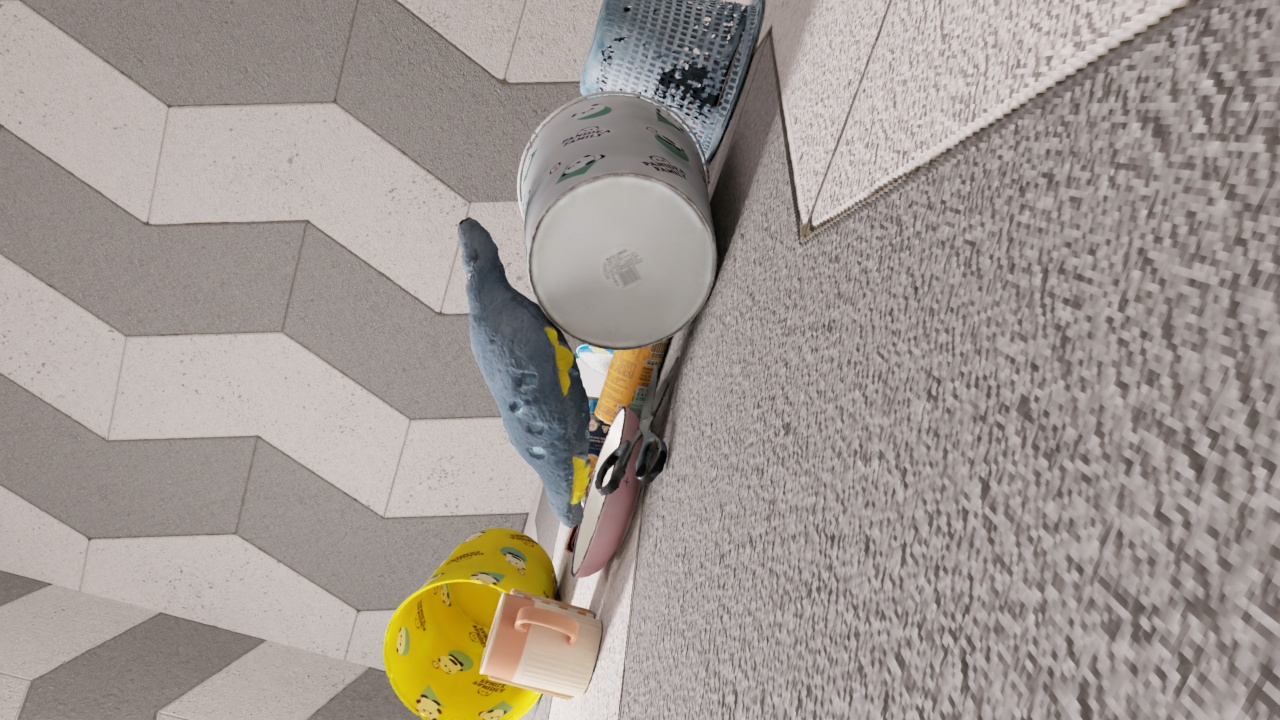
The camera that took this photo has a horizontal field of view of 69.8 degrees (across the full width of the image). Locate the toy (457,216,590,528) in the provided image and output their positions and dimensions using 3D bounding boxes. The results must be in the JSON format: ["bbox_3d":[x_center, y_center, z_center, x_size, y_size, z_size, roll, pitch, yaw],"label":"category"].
[{"bbox_3d":[-0.113,0.022,0.944,0.138,0.091,0.356,7,118,67],"label":"toy"}]

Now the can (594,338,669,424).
[{"bbox_3d":[-0.006,0.006,1.086,0.058,0.058,0.146,-101,29,-77],"label":"can"}]

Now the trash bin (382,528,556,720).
[{"bbox_3d":[-0.233,0.383,1.374,0.255,0.229,0.230,-76,4,-79],"label":"trash bin"}]

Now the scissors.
[{"bbox_3d":[0.008,0.064,0.910,0.165,0.014,0.163,-45,25,-7],"label":"scissors"}]

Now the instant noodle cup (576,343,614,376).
[{"bbox_3d":[-0.017,-0.040,1.179,0.099,0.099,0.109,123,170,-68],"label":"instant noodle cup"}]

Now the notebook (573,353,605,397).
[{"bbox_3d":[-0.066,0.045,1.281,0.210,0.012,0.150,-16,55,51],"label":"notebook"}]

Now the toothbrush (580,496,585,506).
[{"bbox_3d":[-0.063,0.193,1.138,0.180,0.016,0.016,-148,77,-72],"label":"toothbrush"}]

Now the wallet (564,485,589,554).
[{"bbox_3d":[-0.071,0.198,1.277,0.101,0.032,0.125,-85,15,-74],"label":"wallet"}]

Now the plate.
[{"bbox_3d":[-0.030,0.147,1.004,0.192,0.039,0.192,-165,92,-84],"label":"plate"}]

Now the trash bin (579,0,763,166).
[{"bbox_3d":[0.031,-0.394,1.210,0.226,0.195,0.226,-165,92,-83],"label":"trash bin"}]

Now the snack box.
[{"bbox_3d":[-0.111,0.313,1.020,0.077,0.093,0.094,131,155,-76],"label":"snack box"}]

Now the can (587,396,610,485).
[{"bbox_3d":[-0.060,0.101,1.155,0.075,0.075,0.111,150,129,-81],"label":"can"}]

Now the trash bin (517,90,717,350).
[{"bbox_3d":[-0.025,-0.148,0.981,0.251,0.229,0.230,-96,24,-63],"label":"trash bin"}]

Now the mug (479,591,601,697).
[{"bbox_3d":[-0.096,0.280,0.919,0.115,0.106,0.081,115,170,-49],"label":"mug"}]
